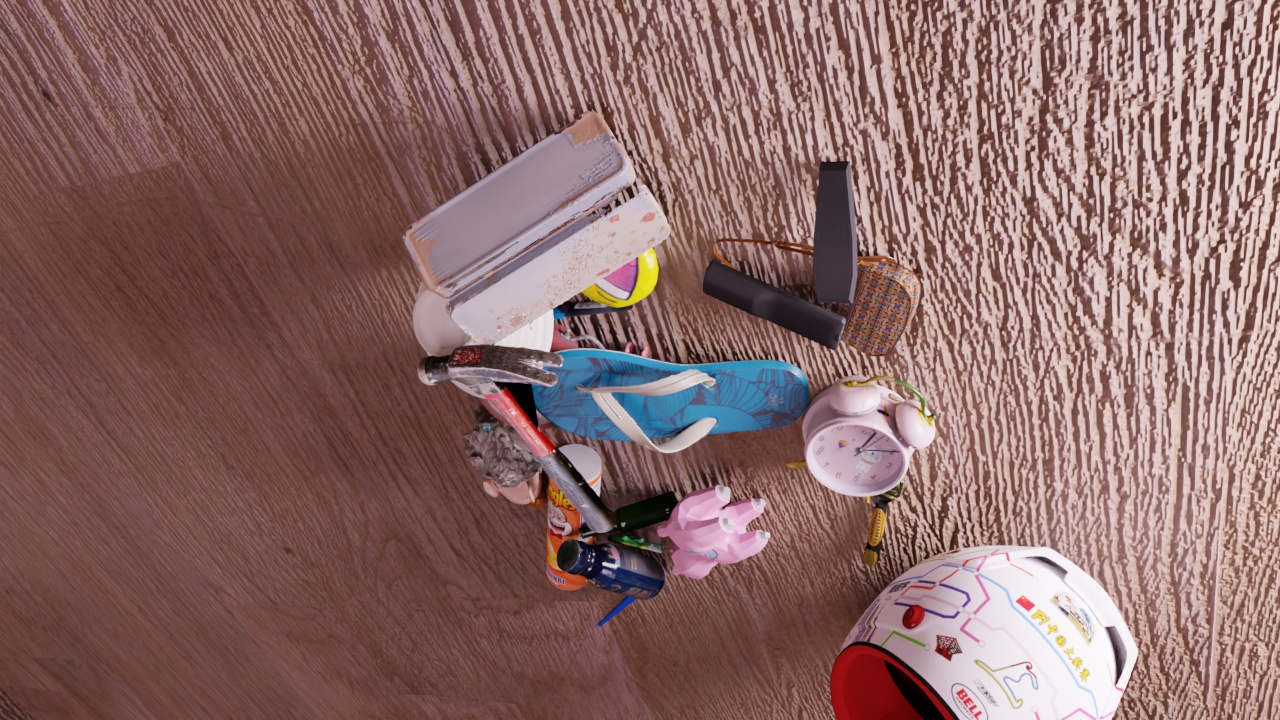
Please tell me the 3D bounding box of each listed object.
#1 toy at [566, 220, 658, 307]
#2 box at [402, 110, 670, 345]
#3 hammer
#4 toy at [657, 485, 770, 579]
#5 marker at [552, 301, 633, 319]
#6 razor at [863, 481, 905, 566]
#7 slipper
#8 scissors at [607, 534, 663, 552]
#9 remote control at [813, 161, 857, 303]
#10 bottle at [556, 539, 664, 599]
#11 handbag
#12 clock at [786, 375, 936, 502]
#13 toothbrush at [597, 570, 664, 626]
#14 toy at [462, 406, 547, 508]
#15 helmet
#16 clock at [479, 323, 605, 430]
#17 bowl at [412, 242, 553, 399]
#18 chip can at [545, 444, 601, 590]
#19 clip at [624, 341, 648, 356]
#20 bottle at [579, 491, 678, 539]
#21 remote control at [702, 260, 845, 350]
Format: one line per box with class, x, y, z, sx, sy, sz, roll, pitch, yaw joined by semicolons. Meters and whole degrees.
toy;-0.028;-0.095;0.903;0.095;0.041;0.094;37;125;-10
box;-0.093;-0.116;0.847;0.217;0.094;0.121;-31;80;6
hammer;-0.094;0.094;0.970;0.141;0.036;0.326;-5;140;23
toy;0.076;0.208;1.082;0.123;0.067;0.158;22;138;-33
marker;-0.065;-0.053;0.967;0.123;0.018;0.015;-4;131;22
razor;0.266;0.181;1.031;0.044;0.021;0.144;21;133;27
slipper;0.027;0.048;0.946;0.295;0.060;0.118;0;127;3
scissors;0.003;0.226;1.127;0.078;0.013;0.132;14;166;-6
remote control;0.171;-0.111;0.806;0.039;0.010;0.125;5;109;26
bottle;-0.036;0.259;1.144;0.056;0.056;0.160;-23;145;34
handbag;0.161;-0.075;0.863;0.196;0.043;0.094;22;136;14
clock;0.230;0.072;0.931;0.117;0.058;0.158;26;131;-1
toothbrush;-0.015;0.330;1.267;0.016;0.011;0.187;33;134;-8
toy;-0.158;0.128;1.100;0.076;0.132;0.176;-32;140;-9
helmet;0.358;0.318;0.969;0.231;0.235;0.315;53;155;17
clock;-0.103;0.010;1.003;0.157;0.061;0.110;-20;119;26
bowl;-0.179;-0.042;0.931;0.178;0.070;0.177;6;102;30
chip can;-0.085;0.200;1.150;0.062;0.062;0.211;14;131;9
clip;-0.012;0.004;0.991;0.039;0.022;0.059;8;131;10
bottle;-0.014;0.190;1.103;0.123;0.033;0.033;-18;123;2
remote control;0.125;-0.051;0.871;0.140;0.021;0.045;25;149;18
